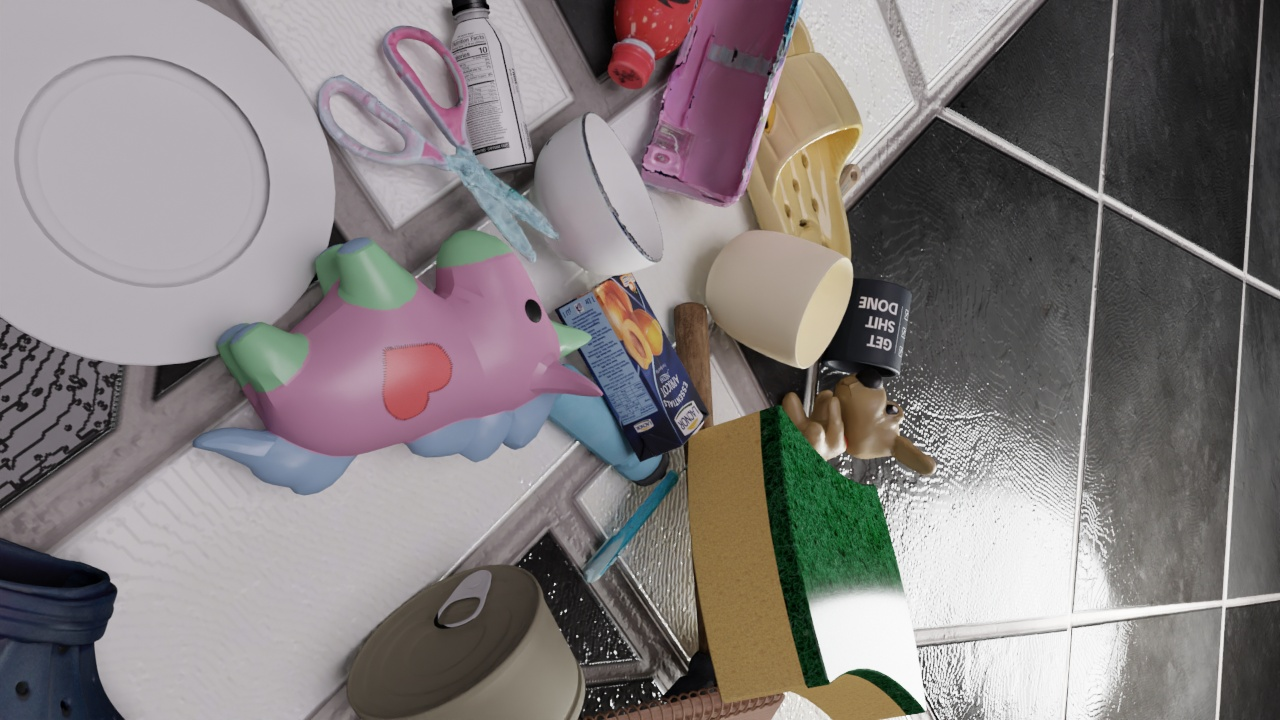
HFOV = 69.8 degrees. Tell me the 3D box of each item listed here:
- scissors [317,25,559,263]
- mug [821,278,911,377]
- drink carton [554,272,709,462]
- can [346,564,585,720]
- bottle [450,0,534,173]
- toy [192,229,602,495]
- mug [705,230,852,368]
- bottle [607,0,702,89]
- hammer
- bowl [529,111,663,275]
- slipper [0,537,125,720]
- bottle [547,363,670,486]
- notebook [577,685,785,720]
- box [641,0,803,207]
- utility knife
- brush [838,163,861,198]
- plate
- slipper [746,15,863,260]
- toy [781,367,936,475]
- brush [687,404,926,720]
[{"bbox_3d":[-0.128,-0.120,0.580,0.105,0.016,0.179,-37,98,-21],"label":"scissors"},{"bbox_3d":[0.196,-0.033,0.855,0.105,0.071,0.077,13,81,-12],"label":"mug"},{"bbox_3d":[-0.004,0.004,0.670,0.130,0.040,0.064,61,31,-6],"label":"drink carton"},{"bbox_3d":[-0.105,0.196,0.566,0.127,0.128,0.073,-39,116,-33],"label":"can"},{"bbox_3d":[-0.103,-0.186,0.615,0.041,0.041,0.116,-20,103,-38],"label":"bottle"},{"bbox_3d":[-0.140,0.010,0.552,0.221,0.120,0.171,-47,114,-23],"label":"toy"},{"bbox_3d":[0.109,-0.050,0.759,0.096,0.100,0.120,-56,152,-16],"label":"mug"},{"bbox_3d":[0.013,-0.270,0.696,0.062,0.062,0.137,33,69,-35],"label":"bottle"},{"bbox_3d":[0.050,0.113,0.739,0.129,0.040,0.321,0,86,-59],"label":"hammer"},{"bbox_3d":[-0.036,-0.108,0.643,0.113,0.063,0.113,54,22,-34],"label":"bowl"},{"bbox_3d":[-0.295,0.123,0.419,0.095,0.105,0.253,-37,111,-25],"label":"slipper"},{"bbox_3d":[-0.023,0.053,0.686,0.130,0.040,0.040,42,65,-33],"label":"bottle"},{"bbox_3d":[0.001,0.307,0.669,0.210,0.022,0.169,4,120,-40],"label":"notebook"},{"bbox_3d":[0.072,-0.245,0.701,0.086,0.106,0.230,17,78,4],"label":"box"},{"bbox_3d":[-0.001,0.118,0.695,0.124,0.015,0.022,-50,164,-2],"label":"utility knife"},{"bbox_3d":[0.169,-0.135,0.860,0.039,0.012,0.151,52,60,-27],"label":"brush"},{"bbox_3d":[-0.266,-0.101,0.498,0.208,0.015,0.208,-1,92,-40],"label":"plate"},{"bbox_3d":[0.141,-0.181,0.786,0.111,0.079,0.261,-18,99,-30],"label":"slipper"},{"bbox_3d":[0.188,0.059,0.835,0.108,0.134,0.106,-13,124,-12],"label":"toy"},{"bbox_3d":[0.132,0.167,0.712,0.250,0.075,0.194,36,41,-50],"label":"brush"}]
